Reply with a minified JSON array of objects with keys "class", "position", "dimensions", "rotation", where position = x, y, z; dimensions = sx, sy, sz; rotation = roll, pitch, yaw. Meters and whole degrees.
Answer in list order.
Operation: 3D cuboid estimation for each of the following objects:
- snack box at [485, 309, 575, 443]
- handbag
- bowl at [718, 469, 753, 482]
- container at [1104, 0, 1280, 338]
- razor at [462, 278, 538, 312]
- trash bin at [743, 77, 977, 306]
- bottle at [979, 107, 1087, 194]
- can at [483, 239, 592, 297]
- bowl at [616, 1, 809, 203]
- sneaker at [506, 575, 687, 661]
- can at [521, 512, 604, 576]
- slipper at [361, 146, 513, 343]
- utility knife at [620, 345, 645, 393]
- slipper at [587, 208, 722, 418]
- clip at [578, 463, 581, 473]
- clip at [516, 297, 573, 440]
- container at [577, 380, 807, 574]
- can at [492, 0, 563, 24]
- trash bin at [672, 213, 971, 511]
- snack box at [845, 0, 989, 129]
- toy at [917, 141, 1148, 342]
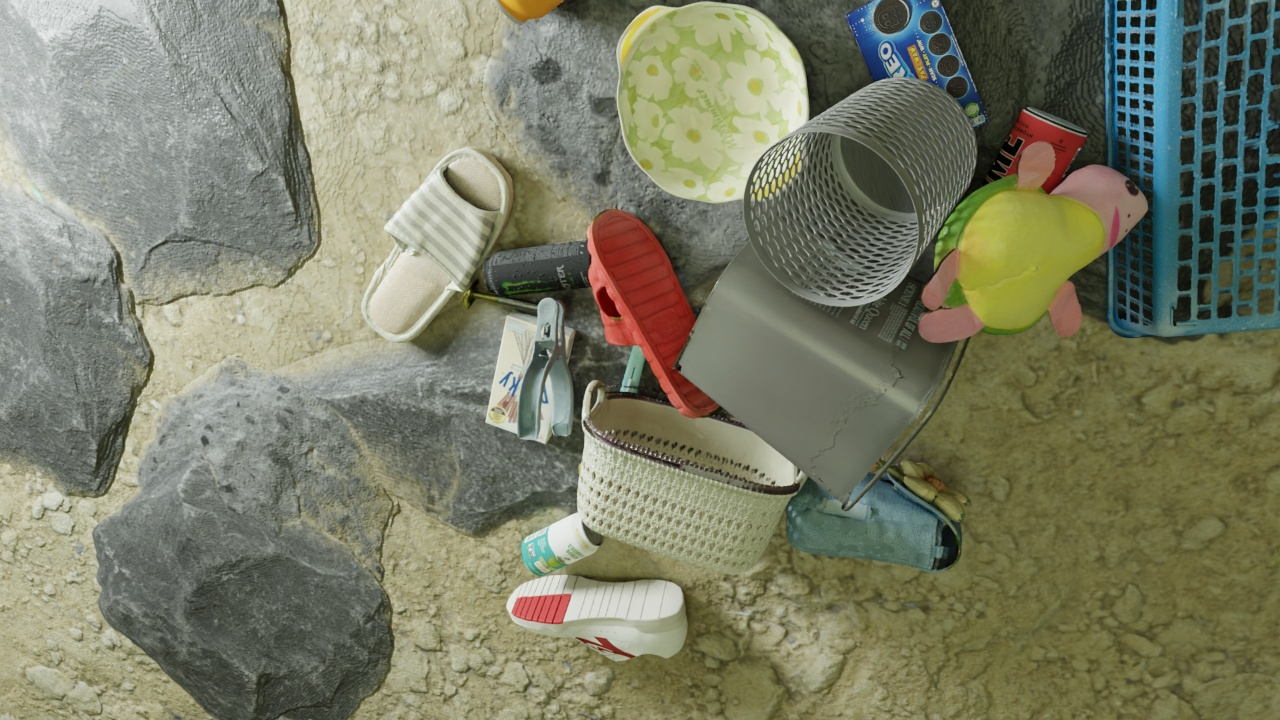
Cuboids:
[{"class":"snack box","position":[-0.133,0.021,1.102],"dimensions":[0.082,0.026,0.150],"rotation":[18,115,7]},{"class":"handbag","position":[0.258,0.156,1.003],"dimensions":[0.192,0.121,0.119],"rotation":[9,109,16]},{"class":"bowl","position":[0.106,0.177,1.097],"dimensions":[0.114,0.026,0.102],"rotation":[-16,92,18]},{"class":"container","position":[0.550,-0.185,0.790],"dimensions":[0.257,0.089,0.362],"rotation":[-5,111,18]},{"class":"razor","position":[-0.151,-0.068,1.069],"dimensions":[0.106,0.042,0.026],"rotation":[12,113,0]},{"class":"trash bin","position":[0.204,-0.159,0.823],"dimensions":[0.156,0.182,0.157],"rotation":[22,132,26]},{"class":"bottle","position":[0.351,-0.147,0.877],"dimensions":[0.062,0.062,0.177],"rotation":[24,116,5]},{"class":"can","position":[-0.105,-0.103,1.027],"dimensions":[0.138,0.053,0.054],"rotation":[-5,111,17]},{"class":"bowl","position":[0.075,-0.255,0.910],"dimensions":[0.219,0.060,0.189],"rotation":[45,117,-5]},{"class":"sneaker","position":[-0.054,0.346,1.189],"dimensions":[0.237,0.090,0.104],"rotation":[-3,117,13]},{"class":"can","position":[-0.100,0.233,1.165],"dimensions":[0.102,0.054,0.055],"rotation":[-29,102,24]},{"class":"slipper","position":[-0.242,-0.124,1.060],"dimensions":[0.114,0.053,0.273],"rotation":[35,118,-6]},{"class":"utility knife","position":[-0.006,0.006,1.069],"dimensions":[0.022,0.015,0.148],"rotation":[16,112,4]},{"class":"slipper","position":[0.006,-0.044,0.983],"dimensions":[0.059,0.103,0.248],"rotation":[-33,82,46]},{"class":"clip","position":[-0.045,0.124,1.124],"dimensions":[0.054,0.046,0.048],"rotation":[12,147,11]},{"class":"clip","position":[-0.098,0.027,1.049],"dimensions":[0.031,0.172,0.164],"rotation":[4,157,12]},{"class":"container","position":[0.048,0.125,0.998],"dimensions":[0.251,0.184,0.143],"rotation":[16,106,5]},{"class":"can","position":[-0.080,-0.395,0.884],"dimensions":[0.143,0.079,0.079],"rotation":[-29,102,24]},{"class":"trash bin","position":[0.175,-0.011,0.906],"dimensions":[0.220,0.196,0.198],"rotation":[33,136,8]},{"class":"snack box","position":[0.261,-0.276,0.867],"dimensions":[0.082,0.027,0.150],"rotation":[-23,104,23]},{"class":"toy","position":[0.338,-0.099,0.804],"dimensions":[0.238,0.088,0.190],"rotation":[-32,114,-8]}]
